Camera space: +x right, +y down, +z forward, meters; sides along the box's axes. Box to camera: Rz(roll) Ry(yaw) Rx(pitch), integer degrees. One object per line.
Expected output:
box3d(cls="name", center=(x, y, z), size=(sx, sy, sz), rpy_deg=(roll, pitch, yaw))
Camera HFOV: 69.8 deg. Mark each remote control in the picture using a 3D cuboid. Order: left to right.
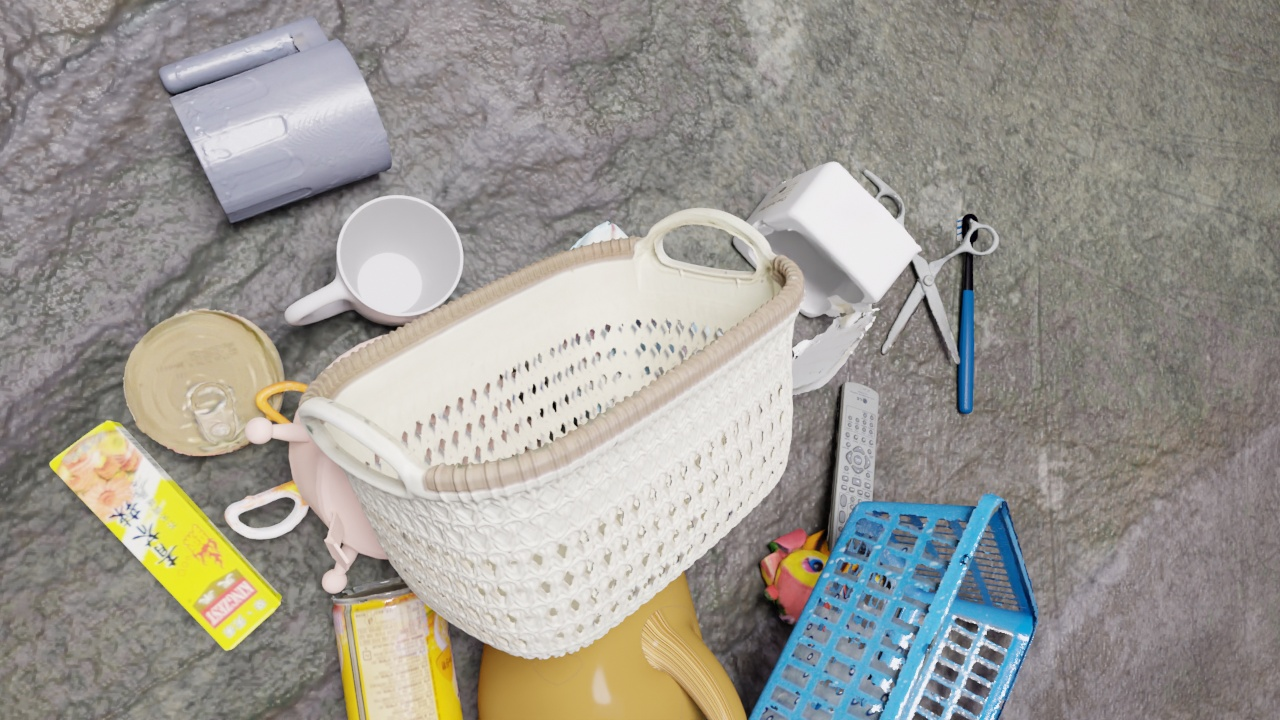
box3d(cls="remote control", center=(0.160, 0.080, 0.687), size=(0.033, 0.013, 0.136), rpy_deg=(18, 62, -16))

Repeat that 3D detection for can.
box3d(cls="can", center=(-0.259, 0.015, 0.551), size=(0.086, 0.043, 0.086), rpy_deg=(2, 83, -19))
box3d(cls="can", center=(-0.147, 0.189, 0.558), size=(0.067, 0.068, 0.105), rpy_deg=(-8, 86, -20))

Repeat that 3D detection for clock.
box3d(cls="clock", center=(-0.130, 0.053, 0.545), size=(0.160, 0.086, 0.131), rpy_deg=(-36, 131, -33))

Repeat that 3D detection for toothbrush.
box3d(cls="toothbrush", center=(0.269, -0.039, 0.758), size=(0.014, 0.014, 0.167), rpy_deg=(6, 83, -18))

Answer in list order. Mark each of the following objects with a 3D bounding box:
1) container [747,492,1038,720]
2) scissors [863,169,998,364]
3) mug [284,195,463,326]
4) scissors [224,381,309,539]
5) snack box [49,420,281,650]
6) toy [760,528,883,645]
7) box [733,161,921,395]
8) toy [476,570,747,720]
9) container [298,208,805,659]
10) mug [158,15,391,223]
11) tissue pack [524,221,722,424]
box3d(cls="container", center=(0.132, 0.271, 0.582), size=(0.361, 0.089, 0.257), rpy_deg=(-59, 142, -16))
box3d(cls="scissors", center=(0.225, -0.080, 0.743), size=(0.141, 0.014, 0.173), rpy_deg=(-36, 91, -10))
box3d(cls="mug", center=(-0.167, -0.047, 0.564), size=(0.107, 0.089, 0.071), rpy_deg=(-30, 94, -20))
box3d(cls="scissors", center=(-0.196, 0.068, 0.558), size=(0.127, 0.011, 0.125), rpy_deg=(-49, 127, -14))
box3d(cls="snack box", center=(-0.277, 0.103, 0.542), size=(0.040, 0.029, 0.148), rpy_deg=(-42, 98, -18))
box3d(cls="toy", center=(0.129, 0.161, 0.669), size=(0.103, 0.046, 0.084), rpy_deg=(-26, 70, -30))
box3d(cls="box", center=(0.116, -0.044, 0.657), size=(0.126, 0.109, 0.136), rpy_deg=(44, 76, -12))
box3d(cls="toy", center=(-0.035, 0.159, 0.561), size=(0.162, 0.199, 0.203), rpy_deg=(23, 57, -52))
box3d(cls="container", center=(-0.032, 0.029, 0.471), size=(0.245, 0.185, 0.143), rpy_deg=(-32, 123, -35))
box3d(cls="mug", center=(-0.228, -0.155, 0.568), size=(0.103, 0.084, 0.124), rpy_deg=(-26, 69, -18))
box3d(cls="tissue pack", center=(-0.004, 0.004, 0.627), size=(0.182, 0.070, 0.112), rpy_deg=(45, 74, -10))
